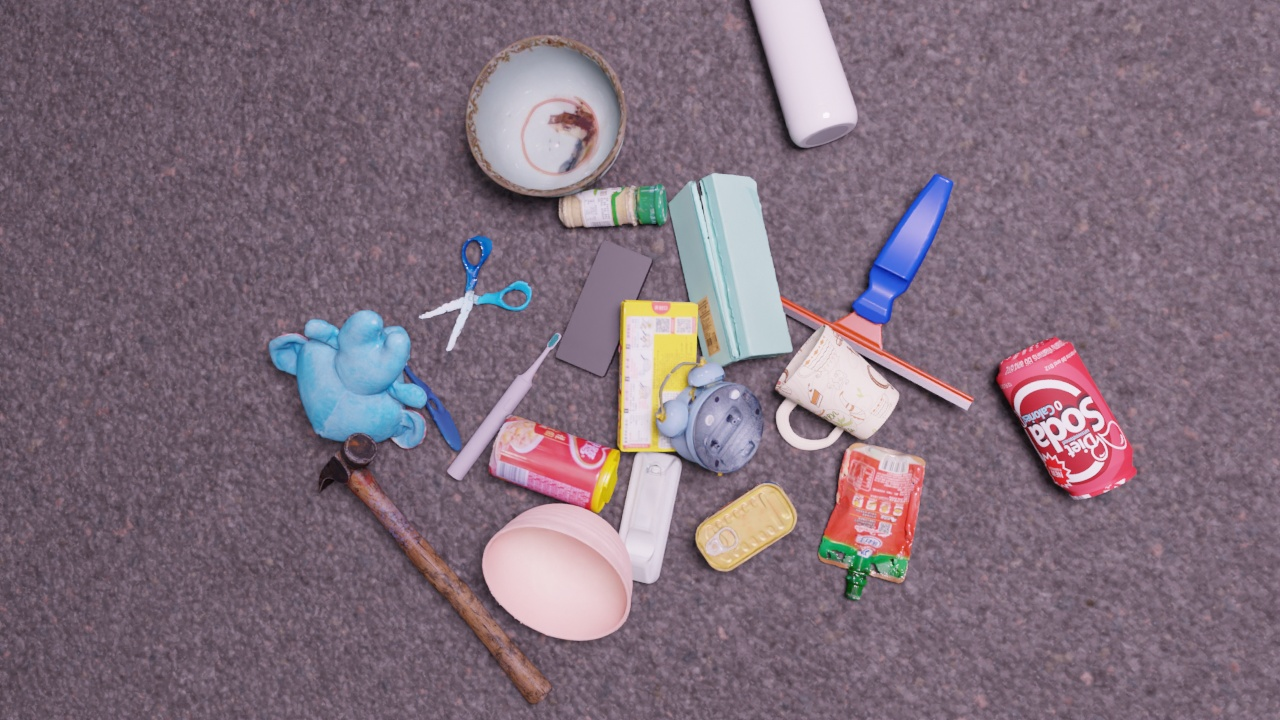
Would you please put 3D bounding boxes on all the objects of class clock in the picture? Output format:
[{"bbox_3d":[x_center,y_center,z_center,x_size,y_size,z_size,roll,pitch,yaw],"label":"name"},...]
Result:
[{"bbox_3d":[0.065,0.054,0.897,0.088,0.052,0.124,-52,120,-17],"label":"clock"}]

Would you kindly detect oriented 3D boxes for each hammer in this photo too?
[{"bbox_3d":[-0.211,0.224,0.951,0.330,0.033,0.120,50,138,-1],"label":"hammer"}]

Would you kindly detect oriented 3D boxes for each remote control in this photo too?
[{"bbox_3d":[0.006,0.160,0.941,0.050,0.022,0.133,12,90,8],"label":"remote control"},{"bbox_3d":[-0.037,-0.054,0.960,0.058,0.013,0.133,24,91,8],"label":"remote control"}]

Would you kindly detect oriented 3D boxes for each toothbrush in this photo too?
[{"bbox_3d":[-0.227,0.039,0.980,0.016,0.021,0.132,-39,82,39],"label":"toothbrush"},{"bbox_3d":[-0.141,0.047,0.967,0.018,0.019,0.188,38,93,9],"label":"toothbrush"}]

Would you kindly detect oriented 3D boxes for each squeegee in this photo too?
[{"bbox_3d":[0.252,-0.094,0.901,0.249,0.055,0.185,30,107,16],"label":"squeegee"}]

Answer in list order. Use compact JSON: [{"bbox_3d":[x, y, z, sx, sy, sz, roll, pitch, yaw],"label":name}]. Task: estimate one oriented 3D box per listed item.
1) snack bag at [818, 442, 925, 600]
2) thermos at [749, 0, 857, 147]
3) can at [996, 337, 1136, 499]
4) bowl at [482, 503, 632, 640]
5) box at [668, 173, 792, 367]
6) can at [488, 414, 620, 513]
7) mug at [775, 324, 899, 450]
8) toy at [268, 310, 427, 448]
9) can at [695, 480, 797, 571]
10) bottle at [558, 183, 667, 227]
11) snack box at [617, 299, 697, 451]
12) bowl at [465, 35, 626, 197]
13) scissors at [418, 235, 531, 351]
[{"bbox_3d":[0.228,0.163,0.907,0.087,0.044,0.155,13,94,13],"label":"snack bag"},{"bbox_3d":[0.145,-0.331,0.903,0.069,0.101,0.230,-19,84,26],"label":"thermos"},{"bbox_3d":[0.401,0.053,0.866,0.074,0.074,0.142,-28,84,6],"label":"can"},{"bbox_3d":[-0.073,0.198,0.913,0.153,0.076,0.153,9,124,13],"label":"bowl"},{"bbox_3d":[0.078,-0.085,0.928,0.092,0.077,0.188,-18,82,45],"label":"box"},{"bbox_3d":[-0.087,0.105,0.934,0.124,0.066,0.066,18,90,8],"label":"can"},{"bbox_3d":[0.184,0.041,0.905,0.097,0.080,0.122,36,114,0],"label":"mug"},{"bbox_3d":[-0.281,0.006,0.934,0.183,0.114,0.181,36,130,-7],"label":"toy"},{"bbox_3d":[0.105,0.162,0.910,0.100,0.059,0.054,-34,84,5],"label":"can"},{"bbox_3d":[-0.028,-0.158,0.949,0.110,0.042,0.042,-2,88,9],"label":"bottle"},{"bbox_3d":[0.017,0.016,0.925,0.075,0.025,0.152,1,96,-8],"label":"snack box"},{"bbox_3d":[-0.087,-0.236,0.932,0.160,0.094,0.160,0,88,8],"label":"bowl"},{"bbox_3d":[-0.184,-0.076,0.983,0.130,0.014,0.117,-21,89,10],"label":"scissors"}]
